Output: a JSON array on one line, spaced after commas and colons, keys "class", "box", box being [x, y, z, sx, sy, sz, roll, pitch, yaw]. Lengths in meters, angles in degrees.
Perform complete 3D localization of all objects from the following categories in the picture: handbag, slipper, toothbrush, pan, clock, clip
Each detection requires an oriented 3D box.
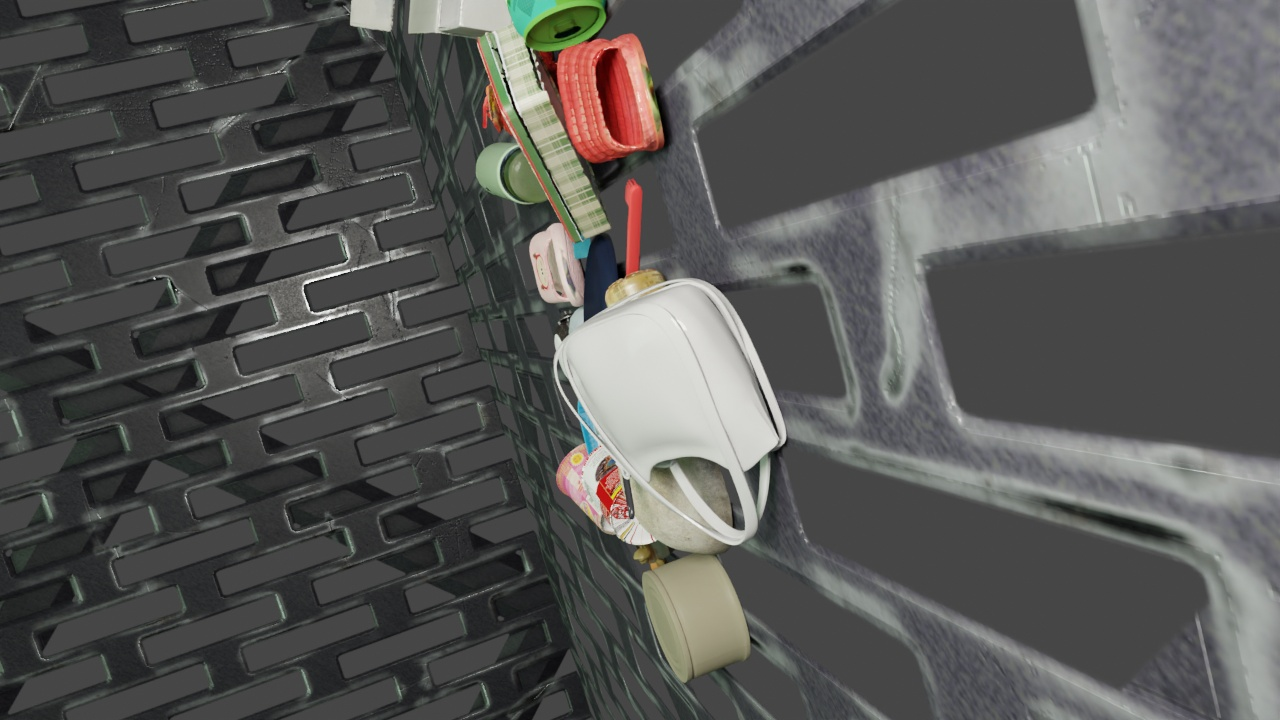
[{"class": "handbag", "box": [0.032, 0.053, 0.770, 0.216, 0.095, 0.222, -16, 103, 52]}, {"class": "slipper", "box": [-0.041, -0.228, 0.813, 0.249, 0.059, 0.103, -141, 36, -68]}, {"class": "slipper", "box": [-0.114, -0.126, 1.204, 0.221, 0.055, 0.107, -143, 38, -73]}, {"class": "toothbrush", "box": [-0.010, -0.103, 0.934, 0.213, 0.012, 0.018, 93, 155, -54]}, {"class": "pan", "box": [-0.035, 0.016, 0.961, 0.199, 0.021, 0.355, 99, 166, -46]}, {"class": "clock", "box": [-0.094, -0.014, 1.288, 0.091, 0.043, 0.122, 89, 158, -49]}, {"class": "clip", "box": [-0.079, -0.187, 1.071, 0.120, 0.027, 0.102, 109, 138, -67]}]

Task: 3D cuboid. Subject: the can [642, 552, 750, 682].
[{"class": "can", "box": [0.059, 0.278, 1.003, 0.128, 0.073, 0.128, 162, 90, -76]}]

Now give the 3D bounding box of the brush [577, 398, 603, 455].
[{"class": "brush", "box": [-0.050, 0.088, 1.209, 0.075, 0.055, 0.136, -114, 11, -63]}]

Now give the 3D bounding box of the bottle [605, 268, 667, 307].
[{"class": "bottle", "box": [0.023, 0.000, 0.839, 0.060, 0.059, 0.166, 121, 127, -71]}]

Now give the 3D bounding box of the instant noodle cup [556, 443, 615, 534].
[{"class": "instant noodle cup", "box": [-0.051, 0.182, 1.280, 0.108, 0.097, 0.098, 46, 151, 46]}]

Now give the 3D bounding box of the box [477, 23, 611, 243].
[{"class": "box", "box": [-0.089, -0.214, 0.886, 0.205, 0.051, 0.117, 59, -168, -59]}]

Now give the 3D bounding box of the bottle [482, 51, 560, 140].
[{"class": "bottle", "box": [-0.122, -0.281, 0.980, 0.099, 0.099, 0.111, 100, 154, -61]}]

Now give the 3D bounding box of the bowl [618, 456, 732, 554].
[{"class": "bowl", "box": [0.024, 0.125, 0.945, 0.179, 0.081, 0.178, 163, 90, -74]}]

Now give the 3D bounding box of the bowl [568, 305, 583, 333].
[{"class": "bowl", "box": [-0.065, -0.022, 1.178, 0.106, 0.039, 0.106, 162, 90, -76]}]

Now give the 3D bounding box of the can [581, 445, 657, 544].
[{"class": "can", "box": [-0.014, 0.156, 1.104, 0.116, 0.086, 0.087, -139, 34, -63]}]

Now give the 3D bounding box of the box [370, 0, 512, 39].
[{"class": "box", "box": [-0.216, -0.450, 1.024, 0.368, 0.098, 0.166, 34, 119, 58]}]

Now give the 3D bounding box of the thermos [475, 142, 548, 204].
[{"class": "thermos", "box": [-0.158, -0.249, 1.198, 0.231, 0.082, 0.082, -145, 39, -68]}]

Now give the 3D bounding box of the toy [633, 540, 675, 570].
[{"class": "toy", "box": [0.020, 0.240, 1.137, 0.076, 0.062, 0.100, 0, 113, 55]}]

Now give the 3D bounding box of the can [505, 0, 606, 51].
[{"class": "can", "box": [-0.086, -0.349, 0.785, 0.083, 0.083, 0.144, 144, 108, -75]}]
